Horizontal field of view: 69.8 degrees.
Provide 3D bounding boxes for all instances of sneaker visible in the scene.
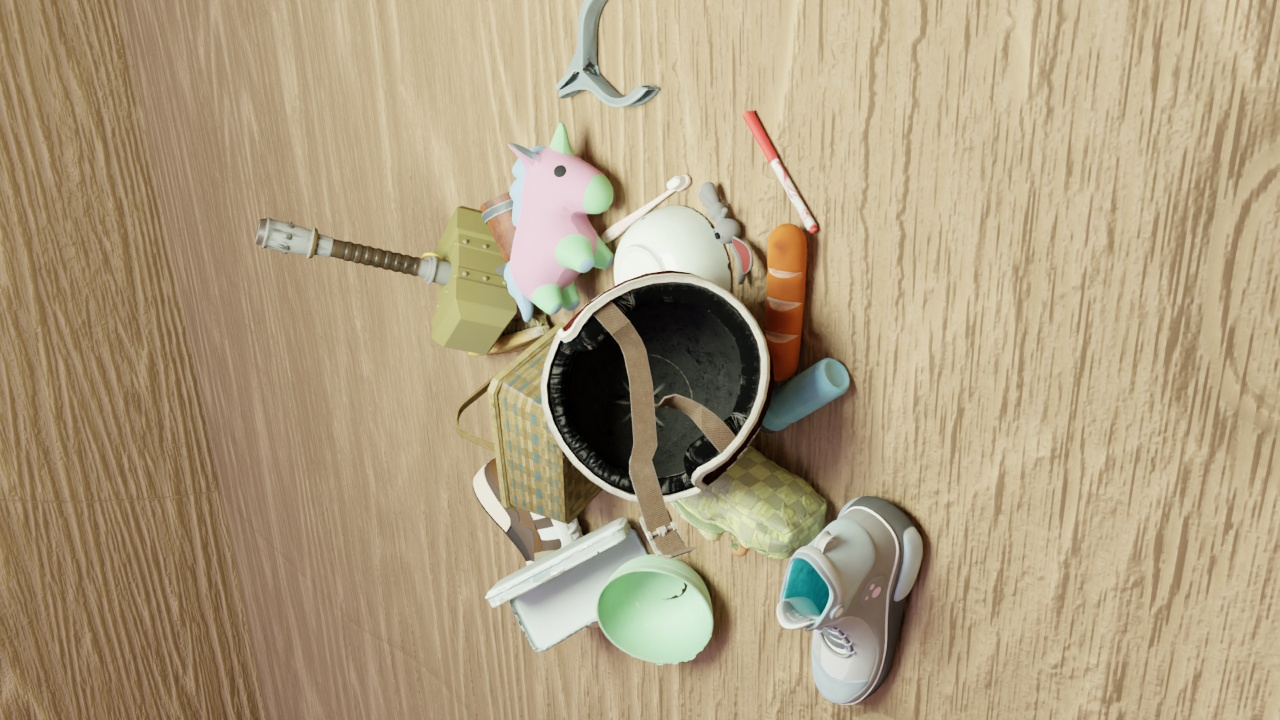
[{"bbox_3d":[0.188,0.266,0.920,0.093,0.160,0.257,30,124,40],"label":"sneaker"},{"bbox_3d":[-0.117,0.241,1.329,0.117,0.111,0.293,-48,67,23],"label":"sneaker"}]

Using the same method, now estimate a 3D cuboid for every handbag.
[{"bbox_3d":[0.110,0.162,1.010,0.186,0.113,0.117,33,135,36],"label":"handbag"}]

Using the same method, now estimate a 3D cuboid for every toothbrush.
[{"bbox_3d":[-0.001,-0.175,1.081,0.182,0.018,0.015,-27,76,52],"label":"toothbrush"}]

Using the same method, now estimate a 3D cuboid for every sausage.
[{"bbox_3d":[0.146,-0.058,0.933,0.039,0.044,0.164,9,113,20],"label":"sausage"}]

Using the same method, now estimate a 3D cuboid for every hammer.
[{"bbox_3d":[-0.336,-0.132,1.217,0.101,0.324,0.190,-46,41,47],"label":"hammer"}]

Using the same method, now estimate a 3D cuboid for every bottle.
[{"bbox_3d":[0.161,0.041,0.957,0.130,0.040,0.040,-40,73,49],"label":"bottle"}]

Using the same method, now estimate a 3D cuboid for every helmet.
[{"bbox_3d":[0.021,0.032,0.905,0.233,0.233,0.254,47,167,4],"label":"helmet"}]

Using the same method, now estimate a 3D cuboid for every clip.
[{"bbox_3d":[-0.030,-0.330,1.048,0.164,0.031,0.169,54,138,23],"label":"clip"}]

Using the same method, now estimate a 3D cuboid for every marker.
[{"bbox_3d":[0.140,-0.189,0.916,0.013,0.012,0.142,-39,74,49],"label":"marker"}]

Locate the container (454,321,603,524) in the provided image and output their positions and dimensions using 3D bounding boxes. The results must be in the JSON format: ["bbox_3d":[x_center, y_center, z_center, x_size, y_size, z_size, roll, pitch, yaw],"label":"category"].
[{"bbox_3d":[-0.137,0.076,1.198,0.186,0.157,0.250,27,139,24],"label":"container"}]

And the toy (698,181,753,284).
[{"bbox_3d":[0.092,-0.138,0.977,0.049,0.030,0.111,107,138,-73],"label":"toy"}]

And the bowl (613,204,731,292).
[{"bbox_3d":[0.024,-0.095,1.041,0.153,0.072,0.153,22,121,42],"label":"bowl"}]

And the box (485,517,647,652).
[{"bbox_3d":[-0.090,0.291,1.213,0.130,0.211,0.105,57,-177,12],"label":"box"}]

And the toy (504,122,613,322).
[{"bbox_3d":[-0.115,-0.161,1.128,0.171,0.119,0.223,48,119,14],"label":"toy"}]

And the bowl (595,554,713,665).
[{"bbox_3d":[0.024,0.305,1.171,0.151,0.076,0.151,6,118,11],"label":"bowl"}]

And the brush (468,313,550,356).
[{"bbox_3d":[-0.193,-0.035,1.327,0.196,0.059,0.043,-12,86,49],"label":"brush"}]

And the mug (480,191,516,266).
[{"bbox_3d":[-0.141,-0.169,1.210,0.118,0.081,0.111,-20,93,27],"label":"mug"}]
